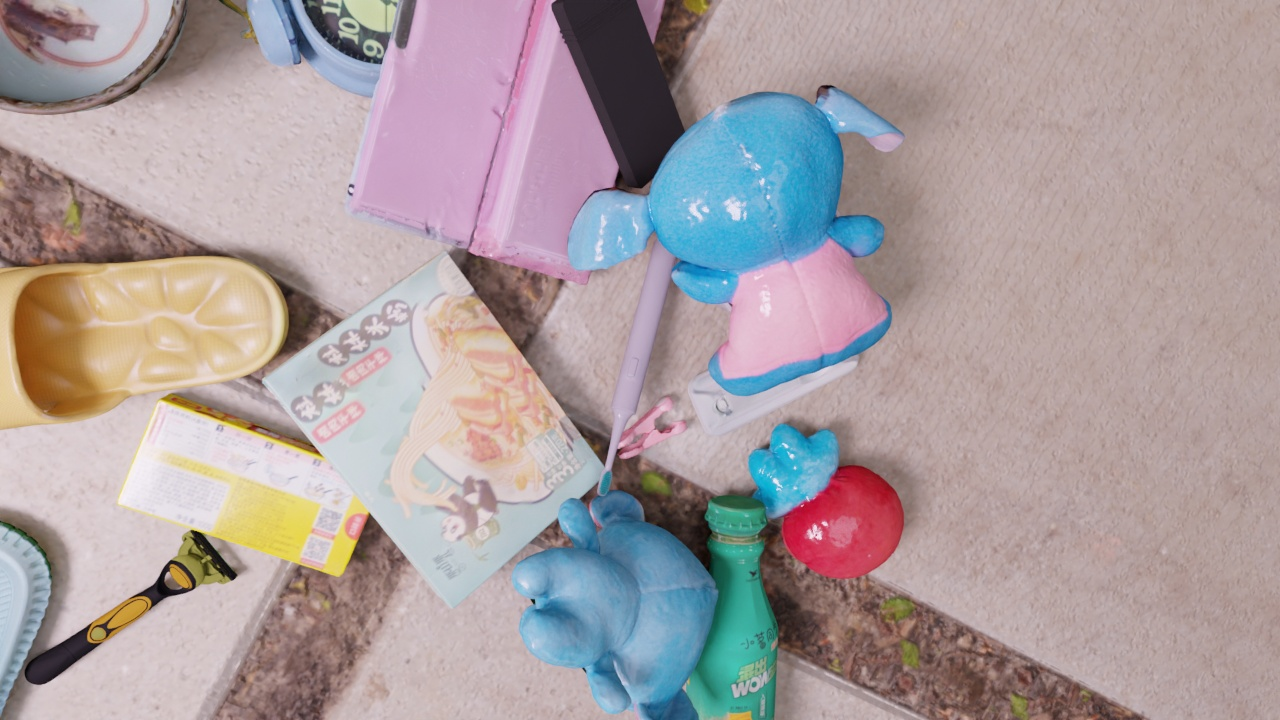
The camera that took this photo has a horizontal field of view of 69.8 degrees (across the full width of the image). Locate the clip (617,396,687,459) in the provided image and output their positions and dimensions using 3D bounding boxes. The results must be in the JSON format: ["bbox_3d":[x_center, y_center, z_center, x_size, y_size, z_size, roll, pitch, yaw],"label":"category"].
[{"bbox_3d":[0.006,0.047,0.677,0.059,0.023,0.045,-8,94,-14],"label":"clip"}]

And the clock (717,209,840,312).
[{"bbox_3d":[0.085,-0.096,0.657,0.119,0.061,0.159,-20,102,-10],"label":"clock"}]

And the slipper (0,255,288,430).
[{"bbox_3d":[-0.354,-0.012,0.557,0.263,0.078,0.099,-9,96,-12],"label":"slipper"}]

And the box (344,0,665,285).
[{"bbox_3d":[-0.075,-0.178,0.587,0.179,0.040,0.232,12,95,-40],"label":"box"}]

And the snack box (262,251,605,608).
[{"bbox_3d":[-0.133,0.046,0.620,0.141,0.044,0.193,-40,105,-20],"label":"snack box"}]

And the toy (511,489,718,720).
[{"bbox_3d":[-0.027,0.170,0.610,0.180,0.115,0.183,17,52,-50],"label":"toy"}]

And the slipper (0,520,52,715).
[{"bbox_3d":[-0.462,0.226,0.565,0.116,0.069,0.276,28,89,-18],"label":"slipper"}]

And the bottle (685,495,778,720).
[{"bbox_3d":[0.069,0.207,0.686,0.068,0.068,0.210,0,97,-13],"label":"bottle"}]

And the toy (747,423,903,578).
[{"bbox_3d":[0.139,0.108,0.699,0.133,0.062,0.092,45,77,3],"label":"toy"}]

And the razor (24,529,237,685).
[{"bbox_3d":[-0.343,0.169,0.611,0.144,0.021,0.044,-34,103,-5],"label":"razor"}]

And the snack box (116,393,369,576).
[{"bbox_3d":[-0.258,0.085,0.617,0.152,0.025,0.075,23,91,-14],"label":"snack box"}]

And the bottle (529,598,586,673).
[{"bbox_3d":[-0.046,0.202,0.677,0.033,0.033,0.123,-30,103,-8],"label":"bottle"}]

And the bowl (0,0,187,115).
[{"bbox_3d":[-0.337,-0.215,0.527,0.159,0.094,0.160,-1,97,-13],"label":"bowl"}]

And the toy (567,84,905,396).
[{"bbox_3d":[0.072,-0.069,0.589,0.224,0.099,0.191,-22,109,1],"label":"toy"}]

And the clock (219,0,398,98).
[{"bbox_3d":[-0.184,-0.232,0.578,0.162,0.060,0.118,7,96,-17],"label":"clock"}]

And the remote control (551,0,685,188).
[{"bbox_3d":[-0.010,-0.185,0.606,0.058,0.013,0.133,-44,129,-26],"label":"remote control"}]

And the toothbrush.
[{"bbox_3d":[-0.004,0.004,0.647,0.018,0.019,0.187,18,78,-17],"label":"toothbrush"}]

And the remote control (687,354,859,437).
[{"bbox_3d":[0.102,0.011,0.693,0.133,0.022,0.050,-26,101,-9],"label":"remote control"}]
